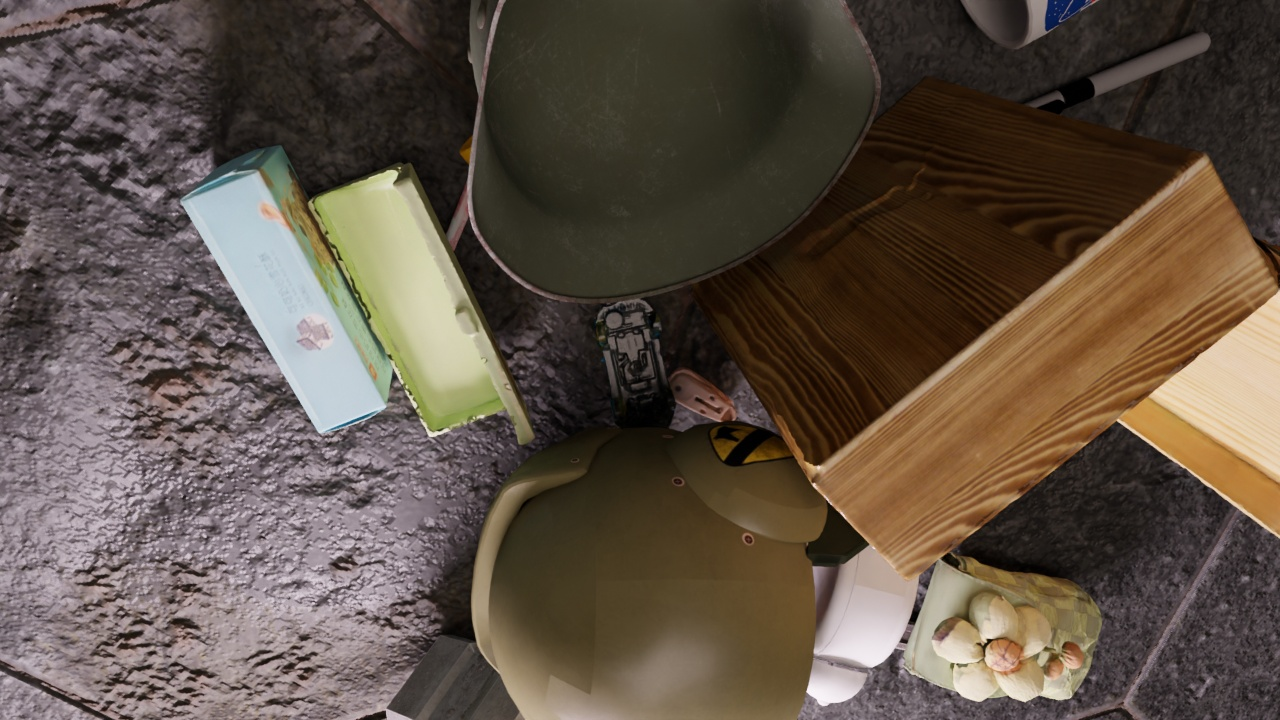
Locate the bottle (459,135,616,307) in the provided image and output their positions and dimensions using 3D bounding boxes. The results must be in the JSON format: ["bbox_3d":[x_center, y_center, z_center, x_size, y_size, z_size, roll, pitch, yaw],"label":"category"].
[{"bbox_3d":[-0.057,-0.096,0.614,0.043,0.043,0.143,-37,115,7],"label":"bottle"}]

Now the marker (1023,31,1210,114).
[{"bbox_3d":[0.336,-0.201,0.652,0.140,0.016,0.016,-22,116,0],"label":"marker"}]

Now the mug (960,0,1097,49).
[{"bbox_3d":[0.258,-0.252,0.582,0.090,0.091,0.121,-31,151,5],"label":"mug"}]

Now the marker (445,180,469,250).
[{"bbox_3d":[-0.137,-0.067,0.631,0.012,0.012,0.142,21,109,-19],"label":"marker"}]

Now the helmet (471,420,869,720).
[{"bbox_3d":[0.008,0.147,0.608,0.232,0.255,0.251,5,113,-15],"label":"helmet"}]

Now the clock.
[{"bbox_3d":[0.159,0.163,0.678,0.073,0.125,0.161,15,108,-6],"label":"clock"}]

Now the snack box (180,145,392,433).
[{"bbox_3d":[-0.219,-0.045,0.591,0.053,0.075,0.175,-22,116,1],"label":"snack box"}]

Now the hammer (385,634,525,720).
[{"bbox_3d":[-0.169,0.355,0.643,0.083,0.163,0.316,54,53,-26],"label":"hammer"}]

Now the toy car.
[{"bbox_3d":[-0.004,0.004,0.676,0.048,0.032,0.105,-14,102,-4],"label":"toy car"}]

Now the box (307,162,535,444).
[{"bbox_3d":[-0.143,-0.028,0.596,0.082,0.098,0.188,-22,112,0],"label":"box"}]

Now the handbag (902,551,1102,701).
[{"bbox_3d":[0.326,0.238,0.791,0.186,0.117,0.113,14,97,-15],"label":"handbag"}]

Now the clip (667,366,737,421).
[{"bbox_3d":[0.048,0.026,0.704,0.061,0.049,0.026,37,109,18],"label":"clip"}]

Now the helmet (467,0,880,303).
[{"bbox_3d":[-0.004,-0.172,0.508,0.227,0.153,0.268,-17,154,-8],"label":"helmet"}]

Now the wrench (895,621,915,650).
[{"bbox_3d":[0.202,0.241,0.835,0.273,0.010,0.070,17,110,-17],"label":"wrench"}]

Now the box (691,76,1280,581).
[{"bbox_3d":[0.266,0.010,0.594,0.287,0.279,0.336,-43,113,10],"label":"box"}]
